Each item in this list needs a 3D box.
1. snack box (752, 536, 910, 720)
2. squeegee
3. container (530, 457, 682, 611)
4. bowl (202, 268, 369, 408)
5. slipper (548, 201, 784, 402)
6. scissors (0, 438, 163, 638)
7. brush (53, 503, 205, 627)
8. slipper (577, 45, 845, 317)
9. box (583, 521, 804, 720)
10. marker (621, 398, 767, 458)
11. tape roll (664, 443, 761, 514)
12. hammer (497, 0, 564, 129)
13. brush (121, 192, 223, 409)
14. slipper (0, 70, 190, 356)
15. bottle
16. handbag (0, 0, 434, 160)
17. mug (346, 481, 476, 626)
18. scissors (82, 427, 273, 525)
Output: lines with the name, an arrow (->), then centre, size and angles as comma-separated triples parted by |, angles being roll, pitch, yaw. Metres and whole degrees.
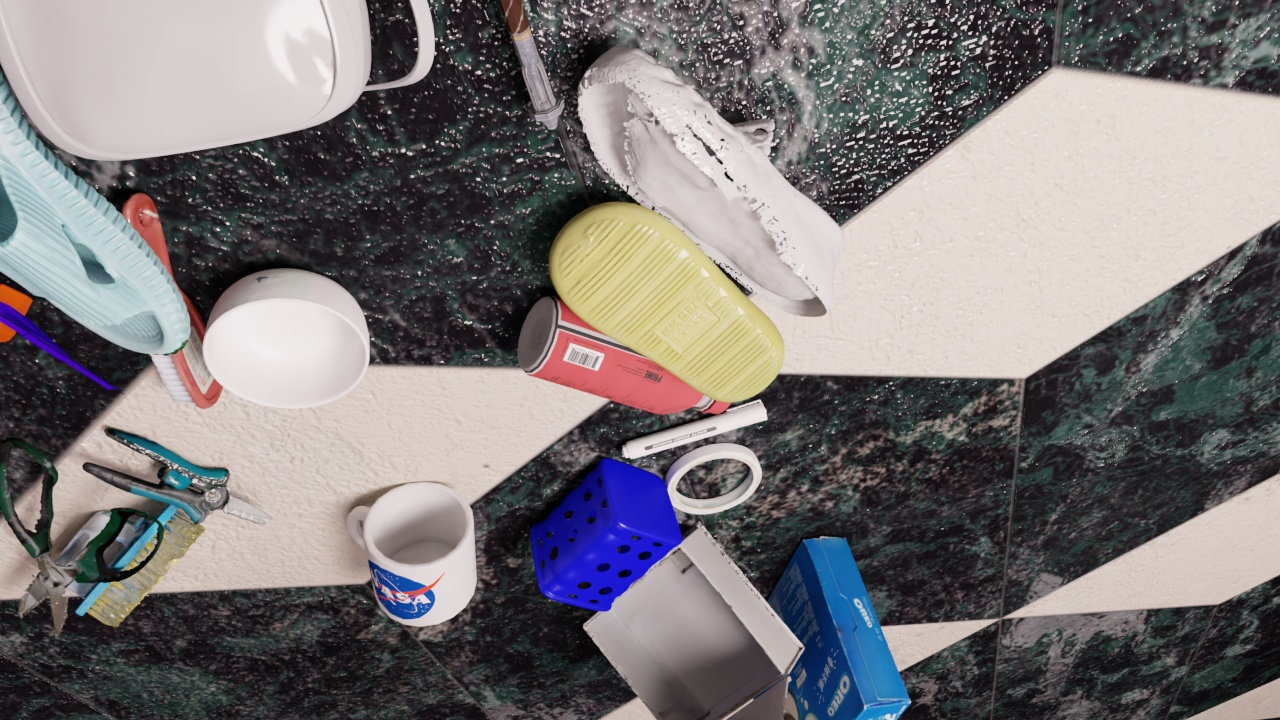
snack box -> 0.189, 0.341, 1.004 | 0.056, 0.195, 0.239 | 3, 133, -17
squeegee -> -0.430, -0.046, 0.540 | 0.184, 0.055, 0.250 | 18, 163, -9
container -> -0.033, 0.160, 0.845 | 0.084, 0.085, 0.114 | 24, 123, -34
bowl -> -0.241, -0.020, 0.631 | 0.105, 0.054, 0.105 | -9, 137, -8
slipper -> 0.024, -0.048, 0.657 | 0.190, 0.081, 0.092 | 37, 113, -20
scissors -> -0.474, 0.142, 0.724 | 0.210, 0.015, 0.154 | -37, 106, 25
brush -> -0.425, 0.156, 0.760 | 0.075, 0.055, 0.136 | 41, 115, -17
slipper -> 0.058, -0.116, 0.603 | 0.112, 0.074, 0.246 | -12, 144, 43
box -> 0.092, 0.401, 0.819 | 0.148, 0.505, 0.167 | 22, 124, -37
marker -> 0.047, 0.062, 0.817 | 0.133, 0.017, 0.020 | -16, 99, 2
tape roll -> 0.069, 0.114, 0.876 | 0.093, 0.013, 0.093 | -7, 135, -8
hammer -> -0.090, -0.251, 0.448 | 0.098, 0.044, 0.322 | -17, 136, 2
brush -> -0.319, -0.035, 0.610 | 0.030, 0.040, 0.173 | 4, 132, 2
slipper -> -0.353, -0.094, 0.495 | 0.116, 0.069, 0.276 | 9, 138, 24
bottle -> -0.004, 0.004, 0.713 | 0.176, 0.062, 0.062 | 18, 127, -30
handbag -> -0.224, -0.220, 0.441 | 0.215, 0.095, 0.223 | -11, 123, -6
mug -> -0.205, 0.165, 0.810 | 0.121, 0.090, 0.090 | 21, 135, 14
scissors -> -0.360, 0.093, 0.728 | 0.128, 0.019, 0.139 | -21, 110, -33
